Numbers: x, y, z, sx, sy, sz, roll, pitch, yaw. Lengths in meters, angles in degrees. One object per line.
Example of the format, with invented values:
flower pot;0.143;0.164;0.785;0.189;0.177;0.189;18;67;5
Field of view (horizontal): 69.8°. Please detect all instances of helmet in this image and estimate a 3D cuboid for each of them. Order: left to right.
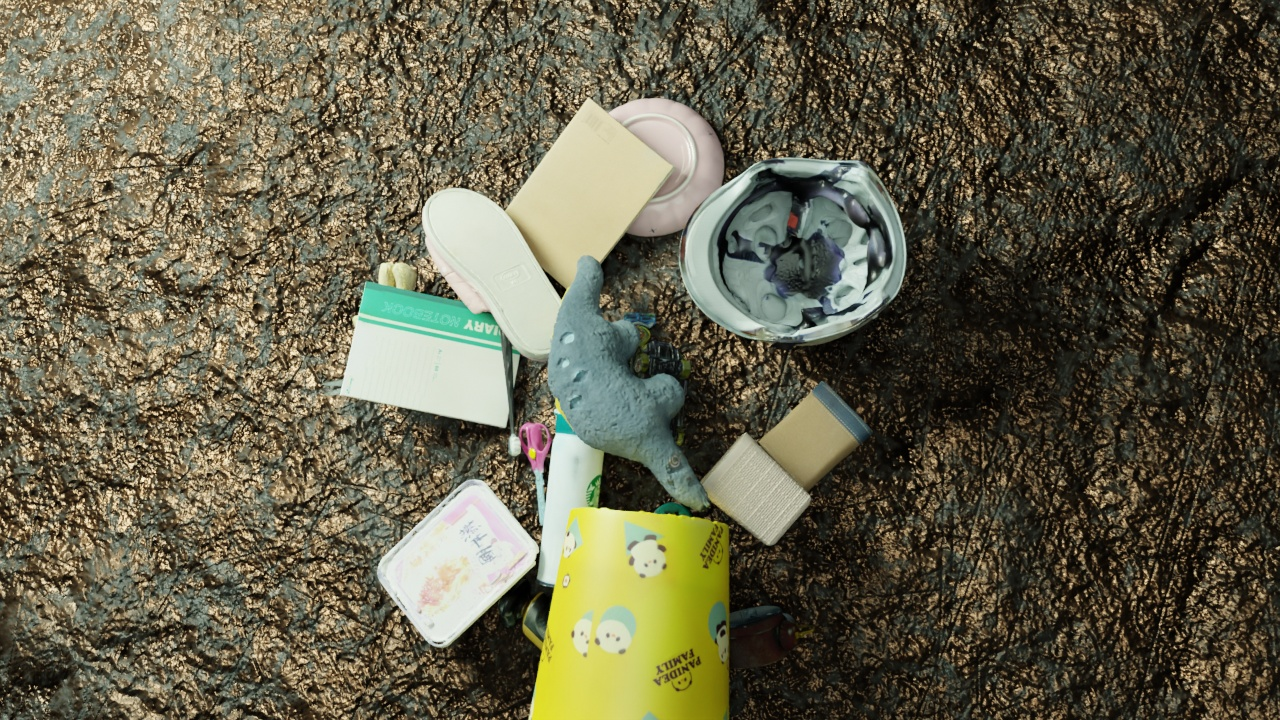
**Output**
helmet;0.185;-0.121;1.117;0.259;0.146;0.229;-12;79;11

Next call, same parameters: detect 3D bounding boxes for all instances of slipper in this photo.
slipper;-0.183;-0.109;1.179;0.114;0.055;0.274;-34;77;-23

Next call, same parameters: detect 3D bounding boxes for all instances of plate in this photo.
plate;0.014;-0.260;1.205;0.192;0.039;0.192;-1;81;5

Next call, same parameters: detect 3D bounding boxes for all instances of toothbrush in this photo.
toothbrush;-0.166;0.032;1.173;0.015;0.018;0.181;-3;83;-25

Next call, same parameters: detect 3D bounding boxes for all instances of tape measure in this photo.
tape measure;0.039;0.204;1.138;0.058;0.025;0.054;-17;81;1

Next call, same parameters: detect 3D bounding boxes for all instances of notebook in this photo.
notebook;-0.259;-0.007;1.166;0.209;0.012;0.150;12;80;-14
notebook;-0.076;-0.212;1.190;0.149;0.012;0.212;41;103;10

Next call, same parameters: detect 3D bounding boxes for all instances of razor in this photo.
razor;-0.106;0.342;1.119;0.167;0.062;0.068;44;117;4
razor;-0.007;0.007;1.174;0.043;0.022;0.142;4;82;7

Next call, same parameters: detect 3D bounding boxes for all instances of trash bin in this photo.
trash bin;-0.002;0.301;1.011;0.230;0.230;0.255;5;76;5

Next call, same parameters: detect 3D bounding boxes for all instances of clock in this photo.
clock;0.144;0.324;1.083;0.122;0.082;0.055;-13;85;3

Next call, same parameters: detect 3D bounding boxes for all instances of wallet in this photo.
wallet;0.217;0.095;1.139;0.115;0.033;0.090;-43;78;-2

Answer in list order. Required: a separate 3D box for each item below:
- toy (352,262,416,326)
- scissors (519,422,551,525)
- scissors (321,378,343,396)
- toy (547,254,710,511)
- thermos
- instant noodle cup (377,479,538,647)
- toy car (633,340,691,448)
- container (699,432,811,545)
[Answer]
toy;-0.331;-0.051;1.186;0.105;0.066;0.157;15;89;12
scissors;-0.125;0.144;1.155;0.064;0.017;0.135;-12;84;44
scissors;-0.307;0.030;1.164;0.142;0.014;0.172;46;69;-10
toy;-0.034;0.030;1.082;0.137;0.092;0.356;-18;68;-29
thermos;-0.080;0.163;1.127;0.073;0.073;0.224;6;84;5
instant noodle cup;-0.218;0.248;1.129;0.173;0.060;0.138;-43;73;-4
toy car;0.021;0.053;1.149;0.070;0.042;0.158;9;79;-21
container;0.137;0.158;1.108;0.111;0.090;0.090;41;86;6
